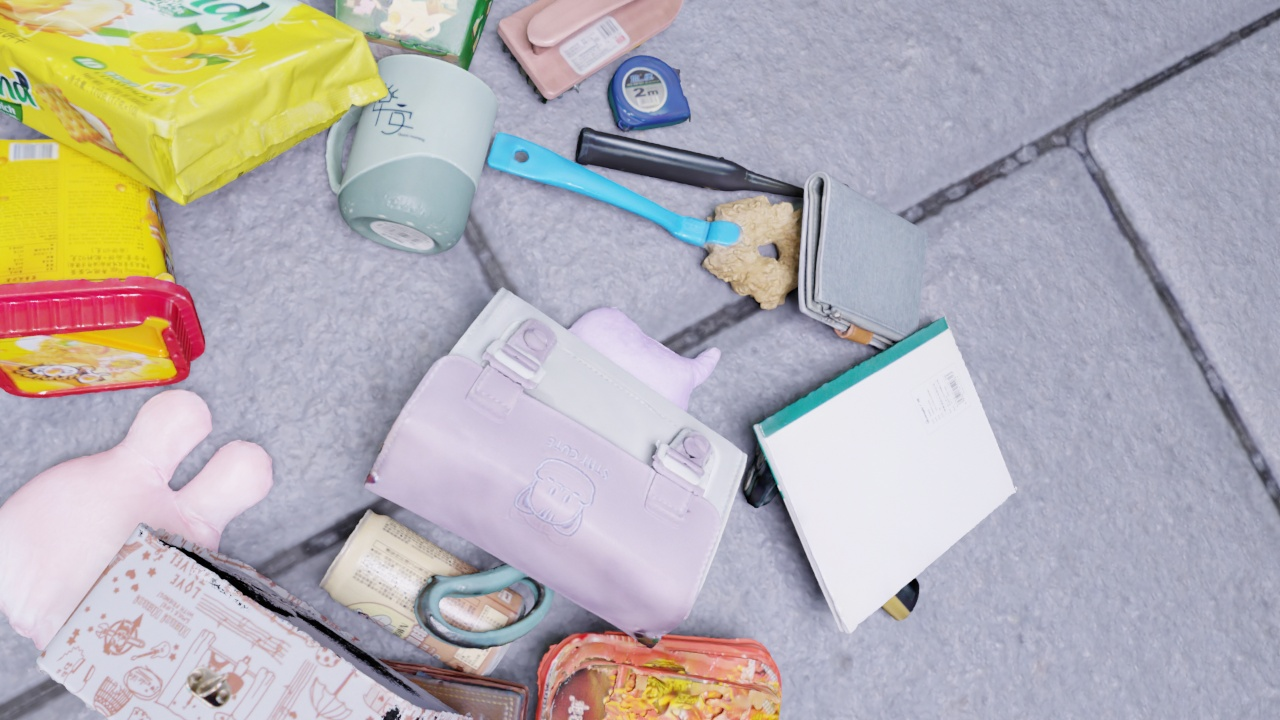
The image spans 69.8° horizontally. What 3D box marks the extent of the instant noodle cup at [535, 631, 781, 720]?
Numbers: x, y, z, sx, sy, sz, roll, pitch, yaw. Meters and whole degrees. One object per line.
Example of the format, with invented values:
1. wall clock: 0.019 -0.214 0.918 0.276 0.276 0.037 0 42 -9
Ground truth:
1. instant noodle cup: -0.001 0.260 0.564 0.164 0.079 0.188 13 79 -23

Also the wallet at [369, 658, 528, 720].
1. wallet: -0.121 0.244 0.541 0.101 0.032 0.124 7 91 11

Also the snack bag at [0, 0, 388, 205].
1. snack bag: -0.294 -0.179 0.527 0.246 0.068 0.157 27 44 10

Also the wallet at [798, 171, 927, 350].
1. wallet: 0.160 -0.065 0.669 0.129 0.037 0.106 17 77 -41

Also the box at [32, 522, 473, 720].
1. box: -0.214 0.213 0.459 0.181 0.157 0.197 30 74 15

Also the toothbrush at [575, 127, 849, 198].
1. toothbrush: 0.058 -0.139 0.679 0.212 0.026 0.027 8 91 -13

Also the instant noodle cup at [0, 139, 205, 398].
1. instant noodle cup: -0.321 -0.055 0.529 0.116 0.116 0.123 -7 71 -21

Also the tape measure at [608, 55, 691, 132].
1. tape measure: 0.004 -0.195 0.675 0.058 0.025 0.054 -14 83 -20

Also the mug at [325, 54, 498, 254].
1. mug: -0.158 -0.132 0.601 0.112 0.082 0.106 9 78 18

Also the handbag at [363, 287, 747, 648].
1. handbag: -0.044 0.063 0.559 0.197 0.099 0.144 33 42 -6

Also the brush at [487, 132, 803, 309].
1. brush: 0.017 -0.105 0.648 0.254 0.046 0.083 18 81 -17

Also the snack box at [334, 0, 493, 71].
1. snack box: -0.150 -0.248 0.609 0.118 0.117 0.105 11 90 -10

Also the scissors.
1. scissors: -0.091 0.093 0.583 0.169 0.019 0.181 -23 70 -44

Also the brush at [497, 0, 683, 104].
1. brush: -0.026 -0.245 0.651 0.145 0.073 0.063 -36 90 -19

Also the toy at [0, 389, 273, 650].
1. toy: -0.295 0.098 0.536 0.121 0.054 0.159 45 74 -11

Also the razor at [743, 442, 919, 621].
1. razor: 0.137 0.119 0.650 0.068 0.062 0.167 -40 99 13

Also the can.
1. can: -0.133 0.145 0.568 0.116 0.059 0.058 33 75 -7

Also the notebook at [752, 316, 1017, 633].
1. notebook: 0.181 0.071 0.645 0.208 0.012 0.150 -25 94 -33

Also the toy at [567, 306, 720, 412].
1. toy: -0.004 0.004 0.634 0.108 0.039 0.083 30 75 -5
